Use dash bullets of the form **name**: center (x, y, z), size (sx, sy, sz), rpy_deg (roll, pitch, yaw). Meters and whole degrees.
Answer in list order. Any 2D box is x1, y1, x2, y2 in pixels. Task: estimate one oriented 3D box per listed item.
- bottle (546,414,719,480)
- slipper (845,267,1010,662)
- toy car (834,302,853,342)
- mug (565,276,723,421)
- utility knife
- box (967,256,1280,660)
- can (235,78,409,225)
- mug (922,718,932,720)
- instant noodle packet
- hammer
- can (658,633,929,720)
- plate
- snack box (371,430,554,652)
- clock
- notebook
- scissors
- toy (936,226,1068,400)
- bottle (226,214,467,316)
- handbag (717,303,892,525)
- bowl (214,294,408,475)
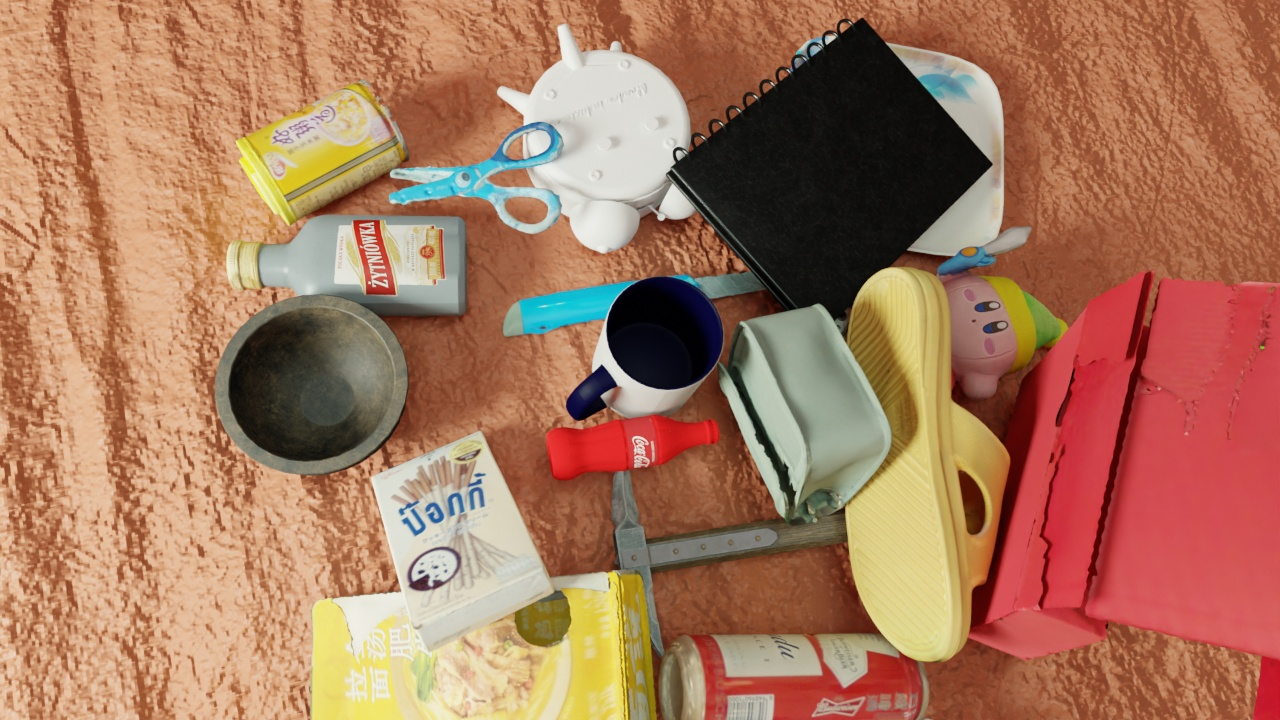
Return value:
- **bottle**: center (-0.004, 0.057, 0.636), size (0.119, 0.036, 0.036), rpy_deg (-8, 76, -10)
- **slipper**: center (0.194, 0.066, 0.622), size (0.078, 0.100, 0.263), rpy_deg (8, 73, -26)
- **toy car**: center (0.145, -0.043, 0.700), size (0.048, 0.041, 0.112), rpy_deg (31, 72, 0)
- **mug**: center (-0.004, 0.004, 0.637), size (0.111, 0.097, 0.078), rpy_deg (-35, 82, -15)
- **utility knife**: center (-0.001, -0.046, 0.694), size (0.209, 0.015, 0.031), rpy_deg (-9, 77, -6)
- **box**: center (0.292, 0.060, 0.522), size (0.124, 0.316, 0.210), rpy_deg (28, 68, -11)
- **can**: center (-0.230, -0.150, 0.663), size (0.105, 0.068, 0.067), rpy_deg (-33, 81, -15)
- **mug**: center (0.191, 0.294, 0.603), size (0.087, 0.081, 0.114), rpy_deg (47, 42, -1)
- **instant noodle packet**: center (-0.105, 0.223, 0.574), size (0.222, 0.084, 0.163), rpy_deg (-7, 78, 8)
- **hammer**: center (0.136, 0.116, 0.662), size (0.316, 0.028, 0.147), rpy_deg (-7, 76, -10)
- **can**: center (0.099, 0.213, 0.599), size (0.170, 0.067, 0.067), rpy_deg (5, 74, -16)
- **plate**: center (0.208, -0.176, 0.758), size (0.187, 0.016, 0.186), rpy_deg (8, 74, -6)
- **snack box**: center (-0.117, 0.108, 0.582), size (0.082, 0.026, 0.150), rpy_deg (-23, 36, -12)
- **clock**: center (-0.024, -0.170, 0.694), size (0.125, 0.073, 0.161), rpy_deg (-26, 80, -14)
- **notebook**: center (0.148, -0.149, 0.701), size (0.231, 0.019, 0.169), rpy_deg (-42, 90, -23)
- **scissors**: center (-0.119, -0.140, 0.661), size (0.141, 0.014, 0.090), rpy_deg (8, 80, 14)
- **toy**: center (0.266, -0.031, 0.705), size (0.131, 0.097, 0.124), rpy_deg (-15, 70, 7)
- **bottle**: center (-0.206, -0.067, 0.655), size (0.161, 0.046, 0.072), rpy_deg (0, 74, -8)
- **handbag**: center (0.103, 0.037, 0.623), size (0.067, 0.106, 0.121), rpy_deg (-12, 58, -16)
- **bowl**: center (-0.217, 0.022, 0.624), size (0.121, 0.056, 0.121), rpy_deg (2, 74, -7)
